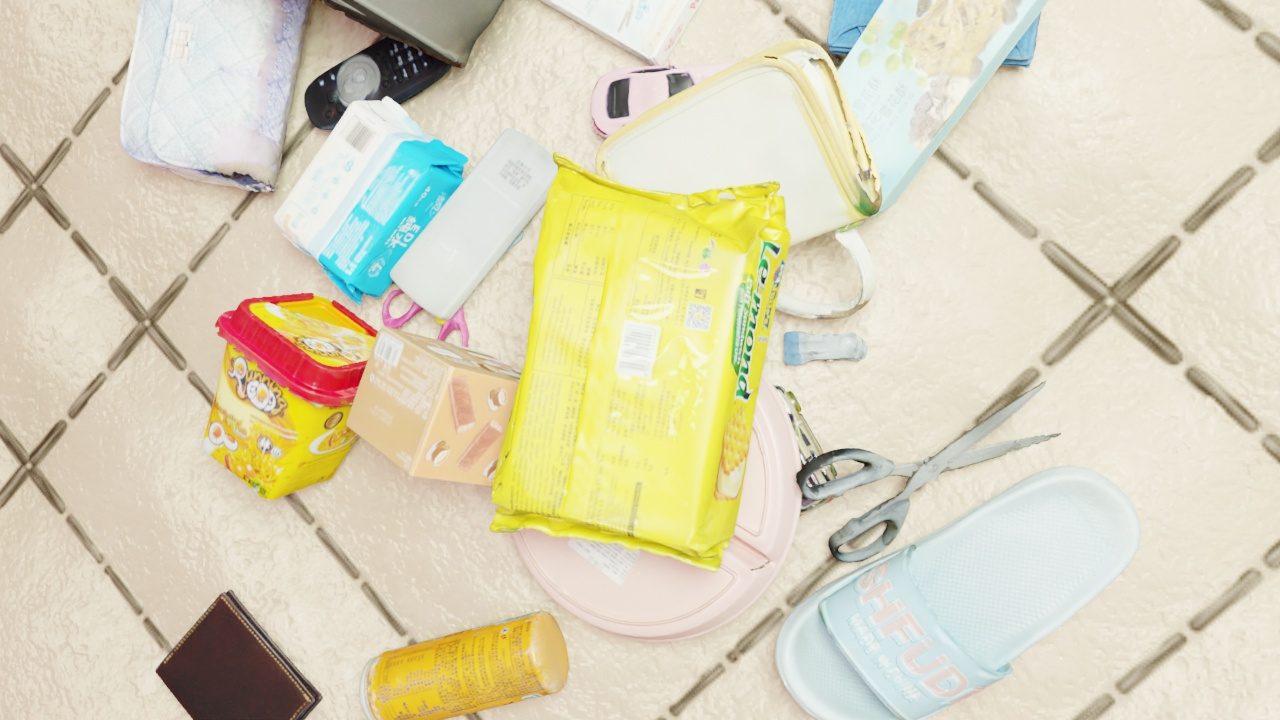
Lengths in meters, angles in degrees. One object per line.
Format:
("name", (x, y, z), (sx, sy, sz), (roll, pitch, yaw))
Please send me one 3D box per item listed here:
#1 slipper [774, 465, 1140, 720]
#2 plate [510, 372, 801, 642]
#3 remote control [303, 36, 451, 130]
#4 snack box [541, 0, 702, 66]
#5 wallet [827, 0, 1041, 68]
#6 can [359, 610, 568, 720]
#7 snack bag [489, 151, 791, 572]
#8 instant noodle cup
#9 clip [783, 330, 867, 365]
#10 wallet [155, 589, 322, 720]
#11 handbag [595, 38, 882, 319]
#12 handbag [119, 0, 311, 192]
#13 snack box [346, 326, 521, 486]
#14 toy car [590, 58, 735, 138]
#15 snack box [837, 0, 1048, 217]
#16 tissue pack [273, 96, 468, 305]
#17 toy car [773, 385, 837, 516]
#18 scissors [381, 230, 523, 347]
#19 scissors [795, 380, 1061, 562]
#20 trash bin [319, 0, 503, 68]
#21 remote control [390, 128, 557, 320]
("slipper", (0.200, 0.155, 0.575), (0.246, 0.074, 0.104), (-36, 81, 10))
("plate", (-0.003, 0.081, 0.636), (0.230, 0.028, 0.229), (-1, 88, 25))
("remote control", (-0.200, -0.221, 0.718), (0.136, 0.024, 0.053), (-22, 80, 13))
("snack box", (-0.028, -0.289, 0.672), (0.157, 0.027, 0.085), (34, 97, 13))
("wallet", (0.196, -0.247, 0.606), (0.133, 0.040, 0.106), (10, 88, 17))
("can", (-0.128, 0.227, 0.669), (0.146, 0.058, 0.058), (-18, 84, 14))
("snack bag", (-0.003, 0.003, 0.570), (0.158, 0.068, 0.246), (11, 94, 14))
("instant noodle cup", (-0.258, 0.028, 0.688), (0.116, 0.115, 0.124), (34, 108, 14))
("clip", (0.125, -0.008, 0.627), (0.057, 0.029, 0.024), (1, 87, 22))
("wallet", (-0.328, 0.262, 0.743), (0.122, 0.020, 0.096), (43, 94, 13))
("handbag", (0.077, -0.101, 0.602), (0.164, 0.063, 0.179), (-17, 111, 40))
("handbag", (-0.335, -0.237, 0.729), (0.134, 0.075, 0.194), (10, 92, 15))
("snack box", (-0.132, 0.034, 0.640), (0.093, 0.094, 0.077), (25, 96, 43))
("toy car", (0.023, -0.183, 0.651), (0.122, 0.037, 0.056), (1, 90, 14))
("snack box", (0.170, -0.179, 0.567), (0.074, 0.051, 0.175), (41, 126, 12))
("tissue pack", (-0.202, -0.121, 0.696), (0.090, 0.063, 0.140), (39, 97, 14))
("toy car", (0.100, 0.059, 0.624), (0.042, 0.035, 0.090), (-30, 79, 11))
("scissors", (-0.148, -0.063, 0.706), (0.105, 0.017, 0.136), (20, 89, 16))
("scissors", (0.181, 0.072, 0.593), (0.159, 0.014, 0.174), (13, 116, -18))
("trash bin", (-0.160, -0.340, 0.611), (0.199, 0.198, 0.220), (32, 99, 31))
("remote control", (-0.121, -0.102, 0.687), (0.058, 0.021, 0.150), (40, 90, 14))
